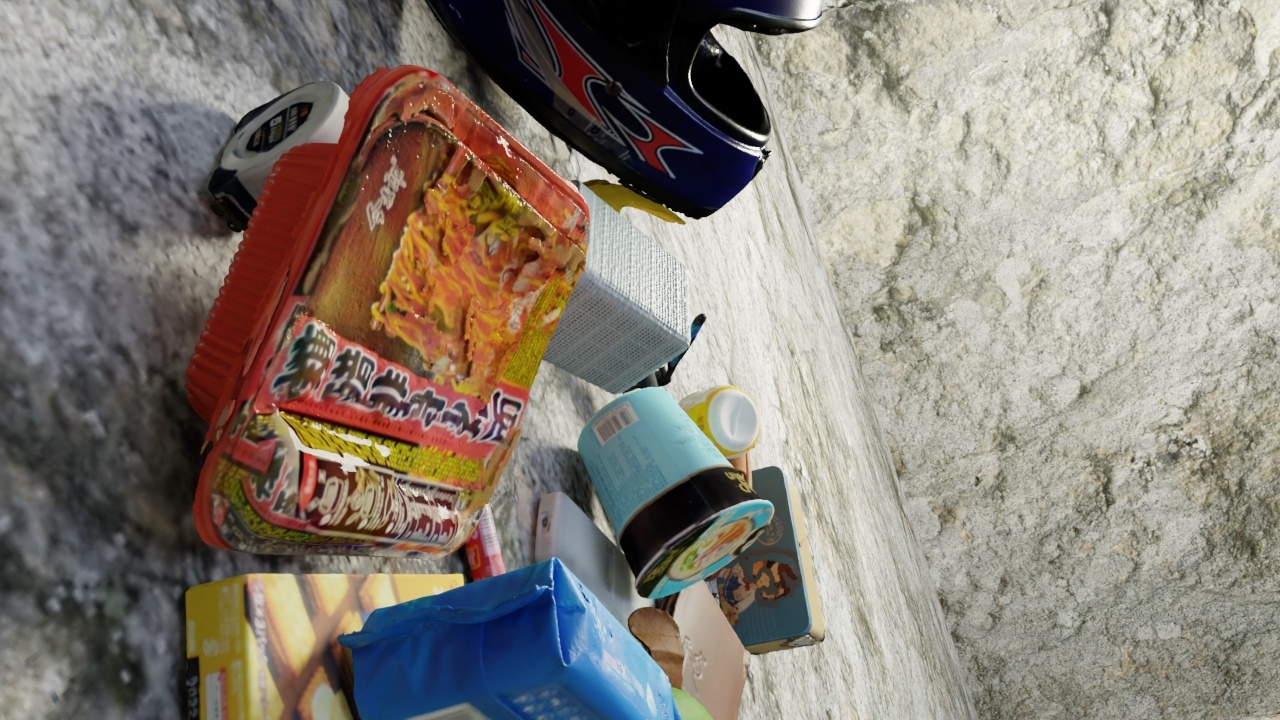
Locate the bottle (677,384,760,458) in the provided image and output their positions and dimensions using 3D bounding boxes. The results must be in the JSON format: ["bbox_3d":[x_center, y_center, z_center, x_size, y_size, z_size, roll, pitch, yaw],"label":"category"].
[{"bbox_3d":[0.054,0.058,0.800,0.063,0.109,0.063,7,76,-28],"label":"bottle"}]

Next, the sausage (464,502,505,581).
[{"bbox_3d":[-0.088,0.097,0.502,0.020,0.020,0.155,5,69,-70],"label":"sausage"}]

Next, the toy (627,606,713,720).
[{"bbox_3d":[0.001,0.257,0.511,0.227,0.090,0.246,68,23,-12],"label":"toy"}]

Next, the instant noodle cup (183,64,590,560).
[{"bbox_3d":[-0.104,-0.015,0.385,0.164,0.079,0.188,31,80,-64],"label":"instant noodle cup"}]

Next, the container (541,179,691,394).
[{"bbox_3d":[-0.029,-0.043,0.618,0.111,0.090,0.090,31,42,-30],"label":"container"}]

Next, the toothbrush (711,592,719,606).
[{"bbox_3d":[0.052,0.268,0.752,0.014,0.018,0.188,52,28,-29],"label":"toothbrush"}]

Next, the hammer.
[{"bbox_3d":[-0.004,0.004,0.724,0.033,0.128,0.301,31,-42,62],"label":"hammer"}]

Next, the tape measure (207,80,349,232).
[{"bbox_3d":[-0.152,-0.092,0.408,0.033,0.066,0.065,56,25,-43],"label":"tape measure"}]

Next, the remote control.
[{"bbox_3d":[-0.031,0.143,0.619,0.136,0.020,0.055,54,26,-43],"label":"remote control"}]

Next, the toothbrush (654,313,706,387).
[{"bbox_3d":[0.032,-0.008,0.795,0.190,0.014,0.016,116,-37,-70],"label":"toothbrush"}]

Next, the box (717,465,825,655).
[{"bbox_3d":[0.121,0.191,0.904,0.061,0.090,0.184,41,34,-55],"label":"box"}]

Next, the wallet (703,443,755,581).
[{"bbox_3d":[0.074,0.120,0.839,0.108,0.031,0.131,116,-17,-46],"label":"wallet"}]

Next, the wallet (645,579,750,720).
[{"bbox_3d":[0.046,0.234,0.719,0.101,0.032,0.124,56,27,-17],"label":"wallet"}]

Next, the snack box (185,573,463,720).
[{"bbox_3d":[-0.117,0.132,0.372,0.140,0.034,0.086,33,45,-65],"label":"snack box"}]

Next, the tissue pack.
[{"bbox_3d":[-0.043,0.139,0.380,0.052,0.095,0.157,-94,159,-47],"label":"tissue pack"}]

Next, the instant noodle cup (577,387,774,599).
[{"bbox_3d":[0.016,0.087,0.649,0.120,0.111,0.111,56,10,29],"label":"instant noodle cup"}]

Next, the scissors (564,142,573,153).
[{"bbox_3d":[-0.093,-0.298,0.815,0.220,0.022,0.234,31,45,-63],"label":"scissors"}]

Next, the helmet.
[{"bbox_3d":[0.014,-0.279,0.643,0.315,0.241,0.246,37,30,-18],"label":"helmet"}]
